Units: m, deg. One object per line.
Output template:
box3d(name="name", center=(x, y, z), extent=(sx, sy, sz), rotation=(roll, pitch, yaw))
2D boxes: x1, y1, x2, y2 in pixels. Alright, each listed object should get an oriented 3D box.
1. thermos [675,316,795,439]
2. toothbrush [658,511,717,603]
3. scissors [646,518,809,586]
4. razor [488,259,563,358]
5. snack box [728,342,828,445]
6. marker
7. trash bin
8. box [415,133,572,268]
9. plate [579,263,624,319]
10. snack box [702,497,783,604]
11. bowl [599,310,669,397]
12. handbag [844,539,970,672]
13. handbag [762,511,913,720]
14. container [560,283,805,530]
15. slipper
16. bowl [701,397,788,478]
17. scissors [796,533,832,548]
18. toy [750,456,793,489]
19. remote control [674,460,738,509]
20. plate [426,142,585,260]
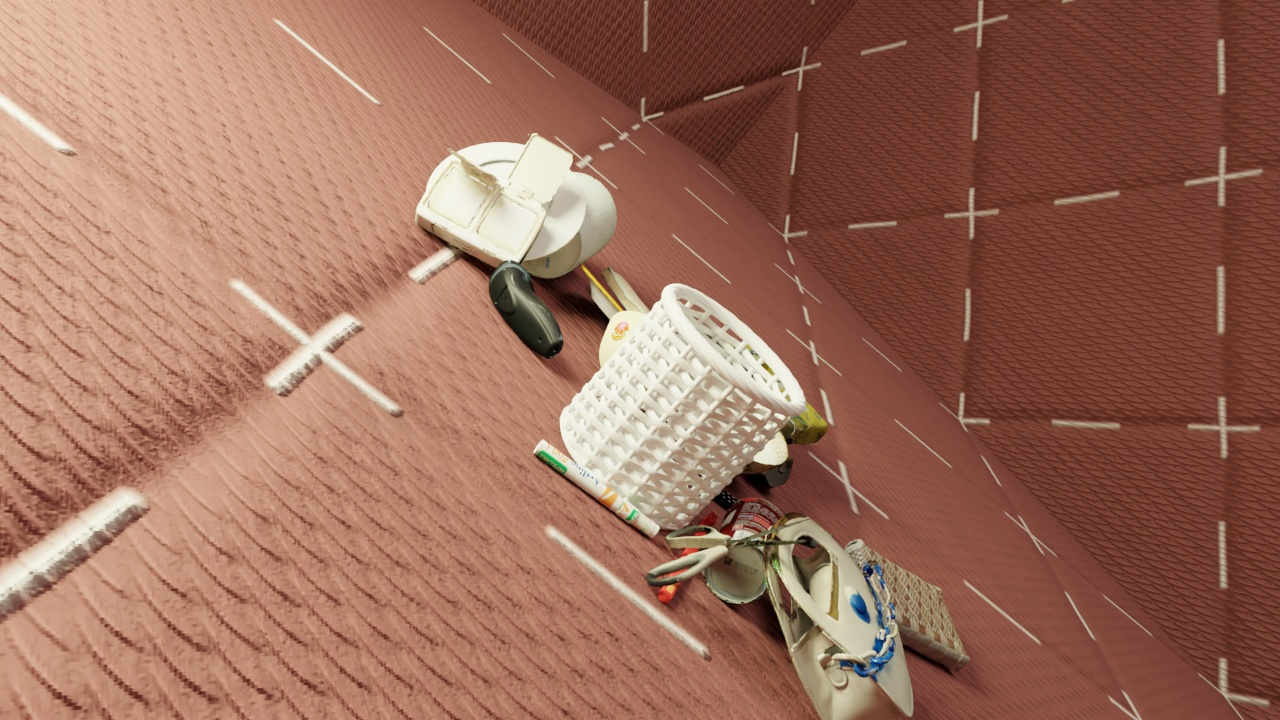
box3d(name="thermos", center=(0.119, 0.026, 1.244), extent=(0.231, 0.061, 0.061), rotation=(43, 18, -2))
box3d(name="toothbrush", center=(0.052, 0.194, 0.930), extent=(0.012, 0.018, 0.212), rotation=(43, 18, 5))
box3d(name="scissors", center=(0.074, 0.176, 0.867), extent=(0.157, 0.171, 0.012), rotation=(-24, 100, -31))
box3d(name="razor", center=(-0.132, -0.059, 1.086), extent=(0.063, 0.053, 0.140), rotation=(0, 45, -52))
box3d(name="snack box", center=(0.191, 0.047, 1.346), extent=(0.121, 0.045, 0.181), rotation=(9, 37, -52))
box3d(name="marker", center=(-0.042, 0.126, 0.896), extent=(0.145, 0.017, 0.017), rotation=(38, 19, -10))
box3d(name="trash bin", center=(-0.115, -0.189, 1.312), extent=(0.133, 0.133, 0.161), rotation=(39, 23, -6))
box3d(name="box", center=(-0.171, -0.224, 1.123), extent=(0.143, 0.183, 0.099), rotation=(27, -23, -6))
box3d(name="plate", center=(-0.013, -0.042, 1.267), extent=(0.230, 0.021, 0.229), rotation=(48, 1, -2))
box3d(name="snack box", center=(0.110, 0.196, 0.957), extent=(0.072, 0.072, 0.121), rotation=(43, 19, 4))
box3d(name="bowl", center=(-0.007, 0.007, 1.137), extent=(0.118, 0.118, 0.073), rotation=(39, 60, -6))
box3d(name="handbag", center=(0.339, 0.318, 1.185), extent=(0.185, 0.047, 0.124), rotation=(32, 28, -27))
box3d(name="handbag", center=(0.190, 0.243, 0.891), extent=(0.199, 0.093, 0.200), rotation=(57, 17, -12))
box3d(name="container", center=(0.043, 0.049, 0.970), extent=(0.189, 0.187, 0.189), rotation=(36, 19, -15))
box3d(name="slipper", center=(0.035, -0.045, 1.354), extent=(0.272, 0.054, 0.114), rotation=(49, -3, 25))
box3d(name="bowl", center=(0.109, 0.103, 1.161), extent=(0.145, 0.063, 0.145), rotation=(24, 28, -14))
box3d(name="scissors", center=(0.164, 0.191, 1.033), extent=(0.139, 0.019, 0.136), rotation=(23, -22, 22))
box3d(name="toy", center=(0.155, 0.134, 1.224), extent=(0.100, 0.063, 0.076), rotation=(11, 53, -26))
box3d(name="remote control", center=(0.096, 0.162, 1.104), extent=(0.140, 0.009, 0.030), rotation=(37, 19, -13))
box3d(name="plate", center=(-0.175, -0.215, 1.201), extent=(0.208, 0.015, 0.208), rotation=(5, 56, -8))
